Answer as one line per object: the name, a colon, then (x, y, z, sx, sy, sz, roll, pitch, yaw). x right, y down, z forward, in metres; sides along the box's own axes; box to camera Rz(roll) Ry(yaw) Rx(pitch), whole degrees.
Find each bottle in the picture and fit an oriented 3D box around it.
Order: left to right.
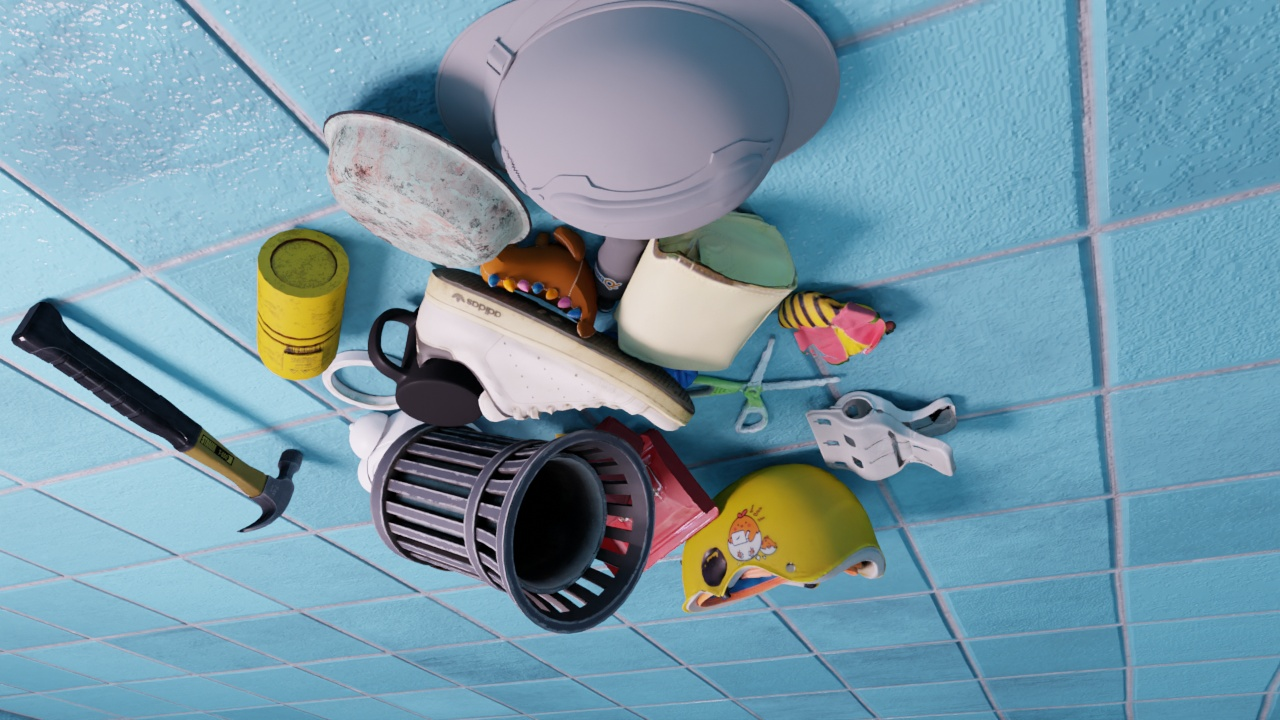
bottle: (-0.294, -0.034, 0.792, 0.071, 0.071, 0.164, 13, 145, -15)
bottle: (-0.019, -0.076, 0.743, 0.036, 0.036, 0.110, 9, 145, -10)

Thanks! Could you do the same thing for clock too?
clock: (-0.229, 0.104, 1.000, 0.161, 0.072, 0.126, 7, 137, 0)

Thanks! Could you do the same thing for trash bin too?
trash bin: (-0.126, 0.133, 0.824, 0.228, 0.164, 0.164, 4, 155, 44)

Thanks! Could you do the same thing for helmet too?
helmet: (-0.009, -0.133, 0.586, 0.271, 0.117, 0.183, -3, 146, 12)
helmet: (0.144, 0.195, 1.038, 0.241, 0.139, 0.208, -24, 157, 34)

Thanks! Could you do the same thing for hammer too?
hammer: (-0.477, 0.065, 0.932, 0.025, 0.117, 0.333, -16, 137, 21)

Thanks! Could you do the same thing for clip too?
clip: (0.250, 0.079, 0.943, 0.143, 0.072, 0.124, -4, 148, 23)

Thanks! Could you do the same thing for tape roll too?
tape roll: (-0.271, 0.021, 0.923, 0.093, 0.013, 0.093, 2, 147, 1)

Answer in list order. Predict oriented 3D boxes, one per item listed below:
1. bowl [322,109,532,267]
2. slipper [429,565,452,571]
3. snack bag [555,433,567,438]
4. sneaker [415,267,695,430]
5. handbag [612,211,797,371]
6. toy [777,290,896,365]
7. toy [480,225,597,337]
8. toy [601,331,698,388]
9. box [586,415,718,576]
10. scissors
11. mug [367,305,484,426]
bowl: (-0.156, -0.110, 0.645, 0.157, 0.038, 0.158, 20, 163, 6)
slipper: (-0.205, 0.222, 1.141, 0.113, 0.075, 0.267, -19, 150, 24)
snack bag: (-0.071, 0.109, 1.035, 0.026, 0.020, 0.099, -8, 145, 11)
sneaker: (-0.077, 0.016, 0.750, 0.241, 0.089, 0.102, 26, 100, -3)
handbag: (0.047, -0.056, 0.718, 0.111, 0.081, 0.120, 5, 145, -23)
toy: (0.170, -0.029, 0.798, 0.103, 0.046, 0.084, 21, 156, -17)
toy: (-0.078, -0.057, 0.719, 0.090, 0.103, 0.071, 5, 134, -29)
toy: (-0.005, 0.005, 0.837, 0.176, 0.071, 0.113, -8, 148, -3)
box: (-0.046, 0.160, 0.965, 0.157, 0.154, 0.168, -46, 162, 33)
scissors: (0.113, 0.029, 0.915, 0.171, 0.022, 0.174, -3, 141, 13)
mug: (-0.187, -0.003, 0.815, 0.113, 0.087, 0.078, 27, 139, -32)
